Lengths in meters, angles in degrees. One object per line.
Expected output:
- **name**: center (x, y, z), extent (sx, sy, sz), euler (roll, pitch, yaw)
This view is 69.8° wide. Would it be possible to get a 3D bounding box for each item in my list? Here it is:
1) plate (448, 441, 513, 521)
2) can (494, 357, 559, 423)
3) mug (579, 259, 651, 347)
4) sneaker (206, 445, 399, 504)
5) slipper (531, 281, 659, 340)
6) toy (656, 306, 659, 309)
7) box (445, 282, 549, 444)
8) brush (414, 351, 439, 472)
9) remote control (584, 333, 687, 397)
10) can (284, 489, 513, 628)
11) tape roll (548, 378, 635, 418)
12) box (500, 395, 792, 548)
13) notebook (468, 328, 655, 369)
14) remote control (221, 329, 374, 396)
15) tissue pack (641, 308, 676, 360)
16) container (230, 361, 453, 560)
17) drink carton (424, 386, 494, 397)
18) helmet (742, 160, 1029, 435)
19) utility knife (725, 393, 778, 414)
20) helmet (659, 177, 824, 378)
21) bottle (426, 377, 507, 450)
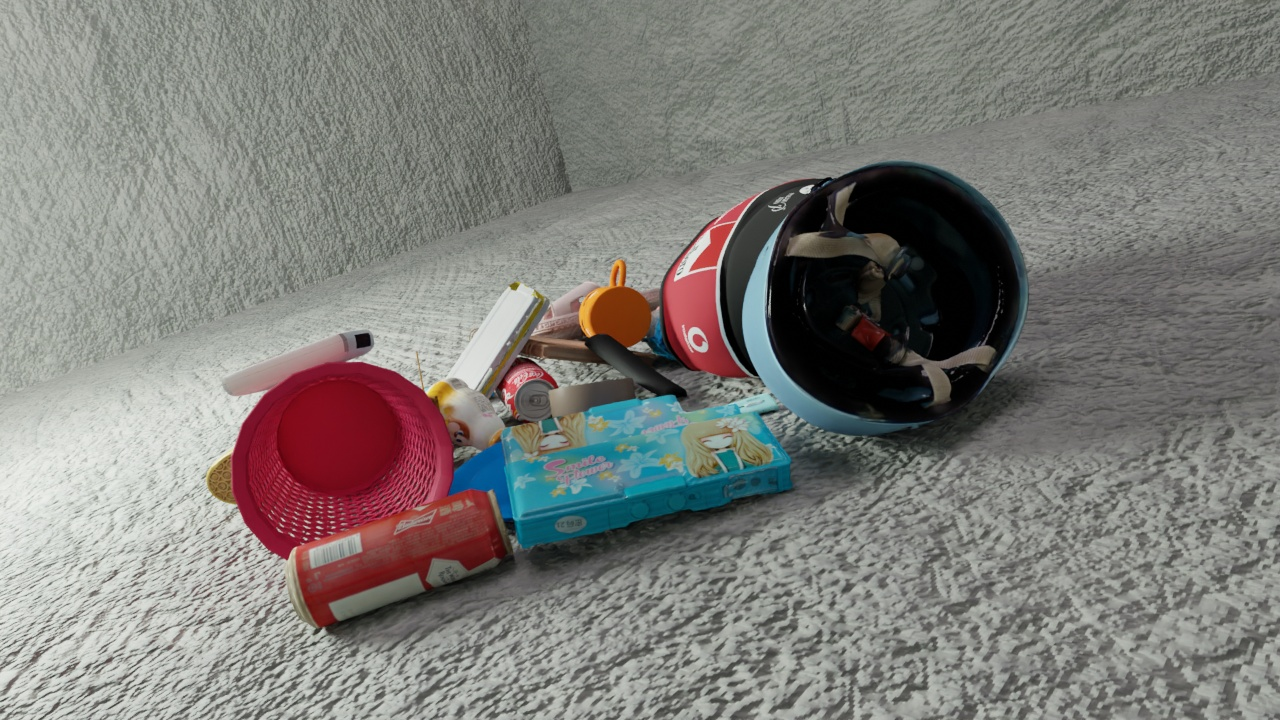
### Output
- **plate**: center (-0.078, 0.105, 0.879), extent (0.224, 0.024, 0.224), euler (-14, 16, 4)
- **can**: center (-0.135, 0.036, 1.091), extent (0.064, 0.064, 0.105), euler (-19, 17, -14)
- **mug**: center (-0.032, -0.074, 1.182), extent (0.077, 0.112, 0.096), euler (8, 2, -13)
- **sneaker**: center (-0.387, 0.086, 1.084), extent (0.238, 0.086, 0.122), euler (-15, 28, -17)
- **slipper**: center (-0.077, -0.078, 1.369), extent (0.238, 0.064, 0.094), euler (-17, -12, -25)
- **toy**: center (0.060, -0.066, 1.282), extent (0.090, 0.051, 0.109), euler (-12, 16, 6)
- **box**: center (-0.180, 0.004, 1.093), extent (0.066, 0.044, 0.209), euler (24, 78, 46)
- **brush**: center (-0.234, 0.058, 0.984), extent (0.048, 0.126, 0.017), euler (-2, 9, 43)
- **remote control**: center (-0.006, 0.006, 1.061), extent (0.041, 0.020, 0.152), euler (-2, 27, -43)
- **can**: center (-0.191, 0.156, 0.734), extent (0.170, 0.067, 0.067), euler (-18, 17, -10)
- **tape roll**: center (-0.053, 0.041, 1.005), extent (0.094, 0.030, 0.094), euler (-9, -4, -1)
- **box**: center (-0.005, 0.078, 0.799), extent (0.226, 0.039, 0.181), euler (-11, 27, -9)
- **notebook**: center (-0.106, -0.015, 1.192), extent (0.169, 0.022, 0.211), euler (6, 3, -33)
- **remote control**: center (-0.321, 0.002, 0.863), extent (0.138, 0.025, 0.060), euler (-19, 2, 10)
- **tissue pack**: center (0.073, -0.043, 1.174), extent (0.144, 0.062, 0.093), euler (-17, 14, -12)
- **container**: center (-0.292, 0.088, 0.898), extent (0.183, 0.183, 0.226), euler (-20, 10, -18)
- **drink carton**: center (-0.257, 0.050, 1.197), extent (0.128, 0.038, 0.044), euler (-21, 18, -22)
- **helmet**: center (0.205, -0.051, 0.815), extent (0.265, 0.225, 0.167), euler (-36, -2, -18)
- **utility knife**: center (0.078, 0.057, 0.924), extent (0.120, 0.015, 0.022), euler (-16, 48, 1)
- **helmet**: center (0.180, -0.091, 1.004), extent (0.225, 0.198, 0.270), euler (-3, 28, 36)
- **bottle**: center (-0.187, 0.065, 1.005), extent (0.109, 0.063, 0.062), euler (32, 40, 26)
